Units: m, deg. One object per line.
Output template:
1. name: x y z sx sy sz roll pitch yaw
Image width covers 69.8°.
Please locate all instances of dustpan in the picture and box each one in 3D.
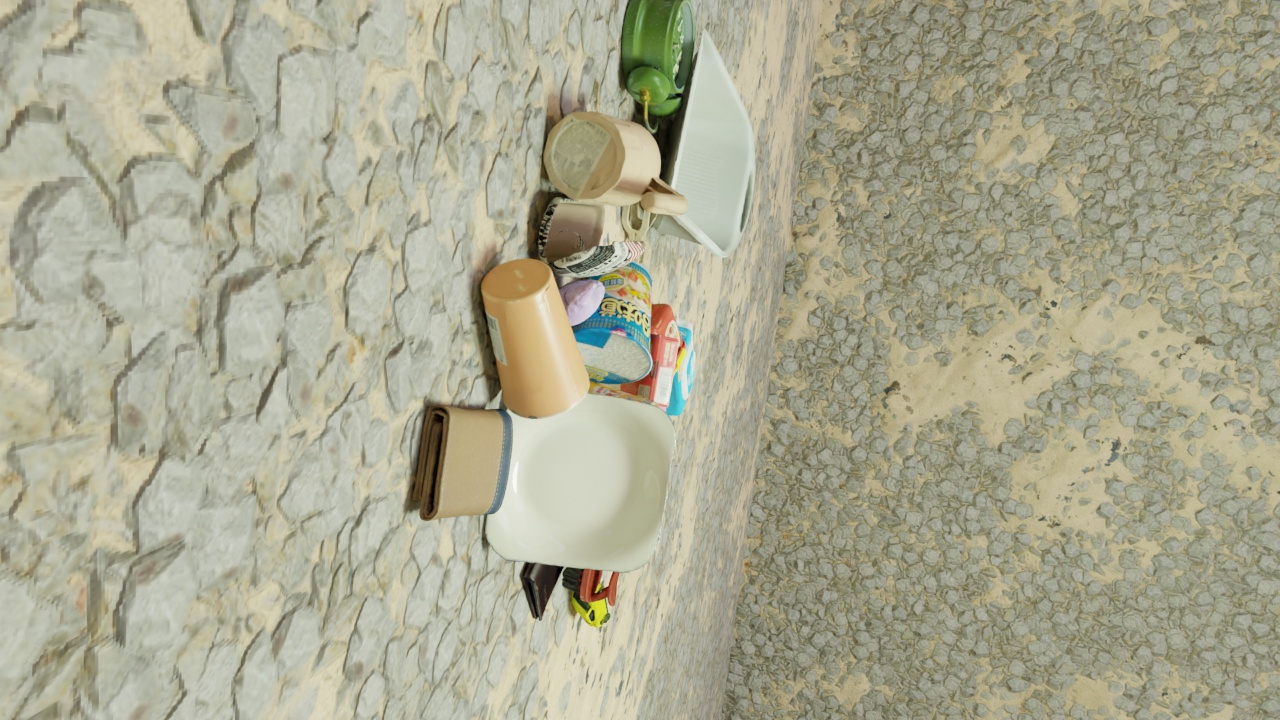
1. dustpan: 0.103 -0.249 1.174 0.258 0.142 0.222 134 -32 -79

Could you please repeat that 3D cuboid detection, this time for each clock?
1. clock: 0.020 -0.336 1.026 0.116 0.056 0.161 -7 106 -74

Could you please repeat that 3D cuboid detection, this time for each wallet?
1. wallet: -0.139 0.081 0.729 0.115 0.033 0.090 19 78 -75
2. wallet: -0.096 0.212 1.011 0.096 0.020 0.122 85 23 -46

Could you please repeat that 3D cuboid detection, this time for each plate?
1. plate: -0.056 0.109 0.850 0.034 0.164 0.163 -148 -112 -78

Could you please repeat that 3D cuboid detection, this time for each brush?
1. brush: -0.044 0.206 1.026 0.063 0.069 0.146 -33 136 -70

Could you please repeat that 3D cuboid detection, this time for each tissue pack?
1. tissue pack: 0.043 0.010 1.330 0.140 0.063 0.089 84 21 -48

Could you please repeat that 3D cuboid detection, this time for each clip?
1. clip: -0.007 -0.152 1.097 0.082 0.035 0.105 -50 155 -69

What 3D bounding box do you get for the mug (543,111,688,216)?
1. mug: -0.019 -0.175 0.853 0.084 0.124 0.103 -55 171 17

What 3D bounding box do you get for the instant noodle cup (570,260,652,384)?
1. instant noodle cup: -0.028 -0.046 0.968 0.099 0.099 0.109 79 17 -54

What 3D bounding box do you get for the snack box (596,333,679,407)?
1. snack box: -0.006 0.006 1.031 0.153 0.025 0.075 10 -90 65

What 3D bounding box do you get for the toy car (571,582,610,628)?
1. toy car: -0.066 0.293 1.133 0.032 0.048 0.105 -32 141 -27

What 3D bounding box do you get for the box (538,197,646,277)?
1. box: -0.054 -0.123 0.883 0.088 0.076 0.162 64 19 -3

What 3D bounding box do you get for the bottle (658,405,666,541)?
1. bottle: 0.005 0.155 1.277 0.068 0.068 0.197 28 69 -75

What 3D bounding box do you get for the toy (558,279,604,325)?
1. toy: -0.066 -0.053 0.872 0.039 0.084 0.108 57 12 -6

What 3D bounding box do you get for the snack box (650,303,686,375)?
1. snack box: 0.009 -0.023 1.160 0.091 0.082 0.080 -61 143 -56

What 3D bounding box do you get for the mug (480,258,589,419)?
1. mug: -0.092 -0.020 0.771 0.078 0.078 0.123 -67 155 -44

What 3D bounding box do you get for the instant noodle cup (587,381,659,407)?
1. instant noodle cup: -0.045 0.086 0.940 0.138 0.110 0.138 11 89 -75
